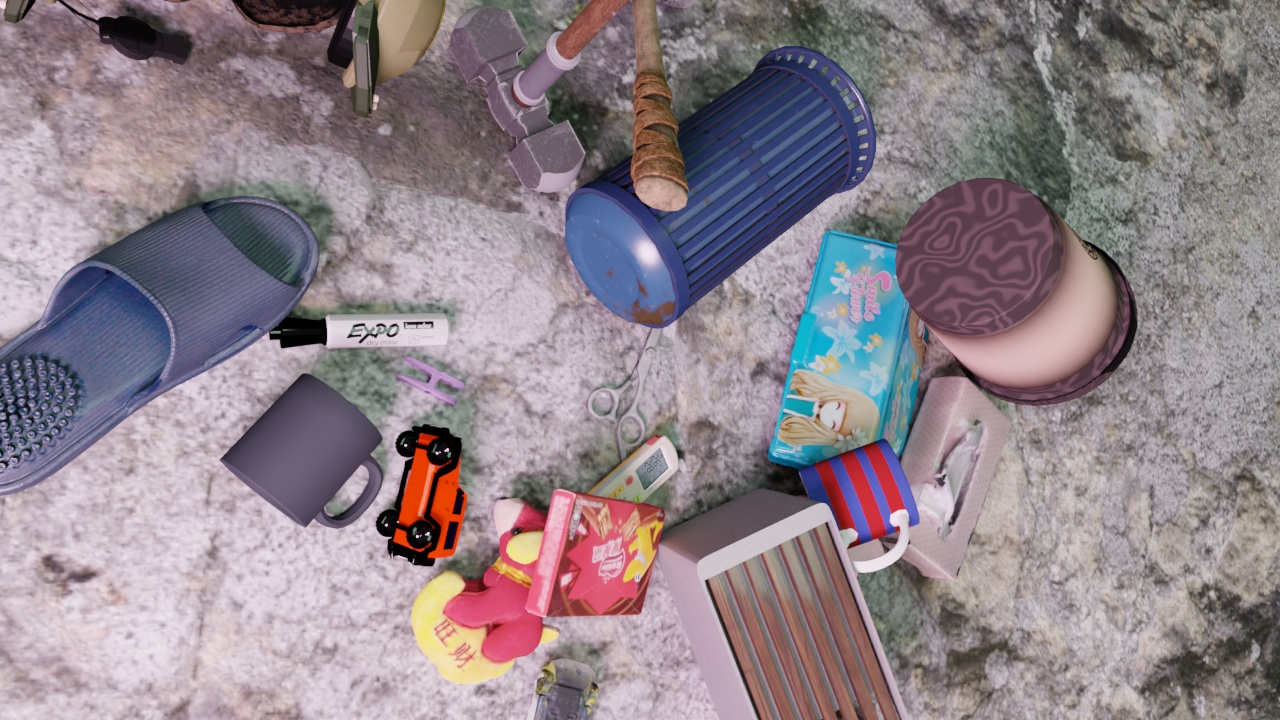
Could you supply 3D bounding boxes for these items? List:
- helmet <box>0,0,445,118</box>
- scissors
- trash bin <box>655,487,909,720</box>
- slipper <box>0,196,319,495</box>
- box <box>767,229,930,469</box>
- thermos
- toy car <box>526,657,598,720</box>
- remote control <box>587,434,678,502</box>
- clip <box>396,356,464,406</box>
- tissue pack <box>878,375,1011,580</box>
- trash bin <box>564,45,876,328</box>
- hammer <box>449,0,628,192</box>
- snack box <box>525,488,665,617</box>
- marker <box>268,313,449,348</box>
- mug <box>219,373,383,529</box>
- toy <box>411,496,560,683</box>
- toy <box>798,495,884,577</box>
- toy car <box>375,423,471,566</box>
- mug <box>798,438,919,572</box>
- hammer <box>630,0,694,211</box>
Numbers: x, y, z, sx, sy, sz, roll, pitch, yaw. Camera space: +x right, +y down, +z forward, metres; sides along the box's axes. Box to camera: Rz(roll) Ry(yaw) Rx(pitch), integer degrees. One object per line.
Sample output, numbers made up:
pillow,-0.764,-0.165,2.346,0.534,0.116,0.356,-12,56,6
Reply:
helmet,-0.240,-0.268,0.539,0.250,0.256,0.232,10,82,-27
scissors,0.008,0.011,0.782,0.090,0.014,0.171,48,68,-16
trash bin,0.115,0.233,0.737,0.114,0.114,0.229,-22,94,-15
slipper,-0.321,-0.025,0.570,0.101,0.083,0.263,46,67,0
box,0.218,0.007,0.857,0.172,0.084,0.227,23,73,-23
thermos,0.336,-0.061,0.830,0.226,0.173,0.172,22,72,-49
toy car,-0.066,0.281,0.698,0.048,0.033,0.105,23,69,-21
remote control,-0.017,0.109,0.748,0.125,0.018,0.038,-40,125,-27
clip,-0.157,0.013,0.697,0.053,0.013,0.037,45,67,-18
tissue pack,0.298,0.110,0.883,0.104,0.071,0.181,38,71,-30
trash bin,0.062,-0.141,0.760,0.249,0.139,0.139,-39,101,-24
hammer,-0.036,-0.223,0.612,0.043,0.323,0.156,-32,98,-27
snack box,-0.030,0.148,0.698,0.132,0.021,0.089,23,79,-57
marker,-0.203,-0.021,0.669,0.125,0.025,0.025,-2,85,-27
mug,-0.221,0.072,0.631,0.077,0.071,0.105,-52,134,-23
toy,-0.102,0.176,0.678,0.105,0.067,0.137,39,75,-16
toy,0.168,0.164,0.822,0.096,0.053,0.098,47,43,9
toy car,-0.153,0.097,0.664,0.048,0.051,0.100,19,81,-45
mug,0.182,0.122,0.742,0.076,0.111,0.075,-21,124,6
hammer,0.008,-0.236,0.719,0.121,0.049,0.318,17,49,-25
